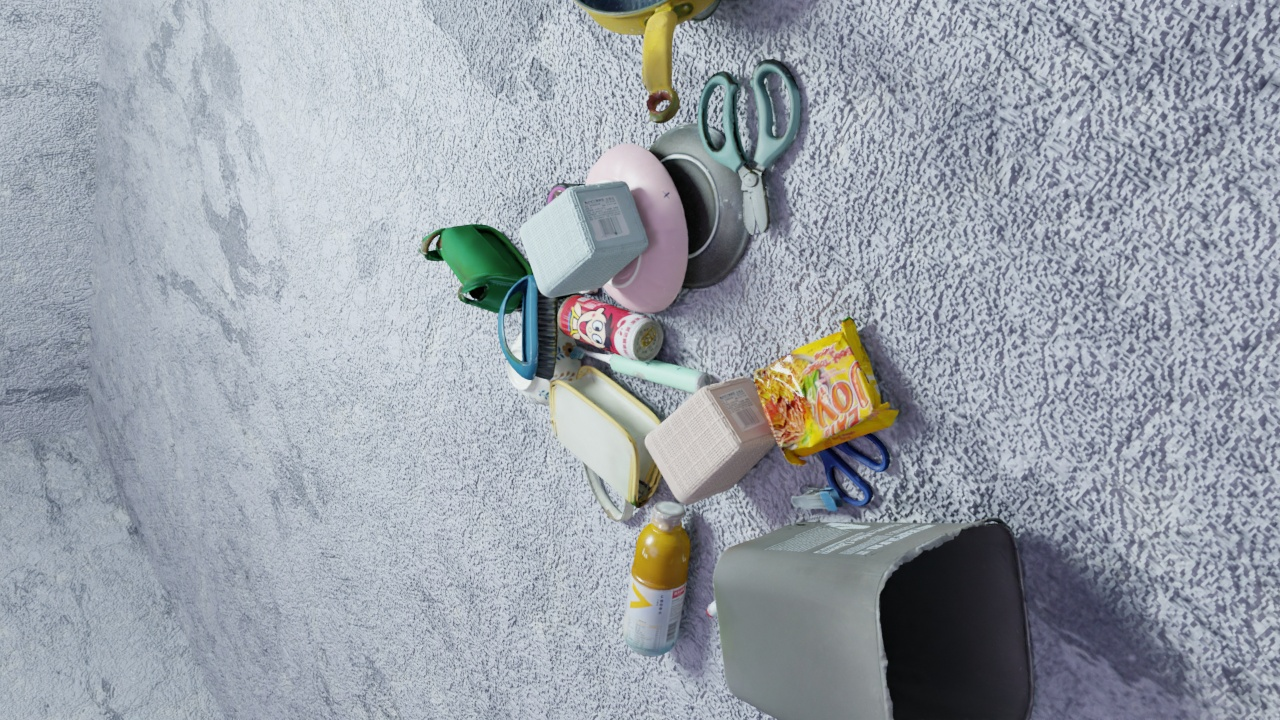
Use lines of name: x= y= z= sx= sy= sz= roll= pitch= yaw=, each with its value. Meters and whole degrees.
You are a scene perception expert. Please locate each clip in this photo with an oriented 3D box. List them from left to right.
clip: x=0.178 y=0.140 z=0.928 sx=0.057 sy=0.032 sz=0.025 roll=-12 pitch=112 yaw=54

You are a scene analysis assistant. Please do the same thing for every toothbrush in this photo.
toothbrush: x=-0.116 y=-0.081 z=1.194 sx=0.181 sy=0.018 sz=0.015 roll=-8 pitch=89 yaw=48
toothbrush: x=-0.006 y=0.006 z=1.089 sx=0.225 sy=0.027 sz=0.026 roll=15 pitch=151 yaw=43

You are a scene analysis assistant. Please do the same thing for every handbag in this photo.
handbag: x=-0.216 y=-0.122 z=1.213 sx=0.131 sy=0.120 sz=0.068 roll=51 pitch=125 yaw=28
handbag: x=-0.041 y=0.112 z=1.137 sx=0.163 sy=0.063 sz=0.179 roll=36 pitch=138 yaw=35

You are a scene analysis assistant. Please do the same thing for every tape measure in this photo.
tape measure: x=-0.088 y=-0.189 z=1.122 sx=0.057 sy=0.039 sz=0.058 roll=16 pitch=110 yaw=43

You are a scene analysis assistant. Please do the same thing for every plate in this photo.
plate: x=-0.018 y=-0.144 z=1.031 sx=0.192 sy=0.039 sz=0.193 roll=31 pitch=129 yaw=48
plate: x=0.048 y=-0.166 z=0.998 sx=0.180 sy=0.024 sz=0.179 roll=12 pitch=106 yaw=44

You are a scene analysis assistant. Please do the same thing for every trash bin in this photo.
trash bin: x=0.198 y=0.238 z=0.821 sx=0.220 sy=0.198 sz=0.198 roll=-2 pitch=96 yaw=53

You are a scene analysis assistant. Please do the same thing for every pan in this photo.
pan: x=0.017 y=-0.343 z=0.846 sx=0.198 sy=0.078 sz=0.356 roll=-17 pitch=63 yaw=22

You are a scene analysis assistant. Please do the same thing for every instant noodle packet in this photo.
instant noodle packet: x=0.175 y=0.032 z=0.887 sx=0.129 sy=0.044 sz=0.110 roll=-32 pitch=71 yaw=39

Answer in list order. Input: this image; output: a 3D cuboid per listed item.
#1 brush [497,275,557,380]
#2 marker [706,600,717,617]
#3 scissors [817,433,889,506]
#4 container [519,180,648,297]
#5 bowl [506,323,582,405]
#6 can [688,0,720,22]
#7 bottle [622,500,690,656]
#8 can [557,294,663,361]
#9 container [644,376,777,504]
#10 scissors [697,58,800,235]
brush: x=-0.140 y=-0.042 z=1.135 sx=0.055 sy=0.073 sz=0.143 roll=124 pitch=147 yaw=-57
marker: x=0.117 y=0.251 z=1.023 sx=0.017 sy=0.017 sz=0.146 roll=58 pitch=133 yaw=20
scissors: x=0.175 y=0.084 z=0.931 sx=0.173 sy=0.012 sz=0.132 roll=5 pitch=103 yaw=47
container: x=-0.058 y=-0.132 z=0.978 sx=0.112 sy=0.090 sz=0.090 roll=-30 pitch=78 yaw=55
bowl: x=-0.135 y=0.006 z=1.200 sx=0.114 sy=0.062 sz=0.113 roll=13 pitch=107 yaw=46
can: x=0.016 y=-0.401 z=0.953 sx=0.147 sy=0.057 sz=0.058 roll=38 pitch=124 yaw=34
bottle: x=0.021 y=0.258 z=1.087 sx=0.068 sy=0.067 sz=0.190 roll=25 pitch=116 yaw=40
can: x=-0.037 y=-0.039 z=1.092 sx=0.133 sy=0.053 sz=0.053 roll=21 pitch=113 yaw=42
container: x=0.080 y=0.080 z=0.968 sx=0.090 sy=0.090 sz=0.111 roll=59 pitch=135 yaw=20
scissors: x=0.120 y=-0.210 z=0.908 sx=0.143 sy=0.019 sz=0.180 roll=-16 pitch=86 yaw=37
